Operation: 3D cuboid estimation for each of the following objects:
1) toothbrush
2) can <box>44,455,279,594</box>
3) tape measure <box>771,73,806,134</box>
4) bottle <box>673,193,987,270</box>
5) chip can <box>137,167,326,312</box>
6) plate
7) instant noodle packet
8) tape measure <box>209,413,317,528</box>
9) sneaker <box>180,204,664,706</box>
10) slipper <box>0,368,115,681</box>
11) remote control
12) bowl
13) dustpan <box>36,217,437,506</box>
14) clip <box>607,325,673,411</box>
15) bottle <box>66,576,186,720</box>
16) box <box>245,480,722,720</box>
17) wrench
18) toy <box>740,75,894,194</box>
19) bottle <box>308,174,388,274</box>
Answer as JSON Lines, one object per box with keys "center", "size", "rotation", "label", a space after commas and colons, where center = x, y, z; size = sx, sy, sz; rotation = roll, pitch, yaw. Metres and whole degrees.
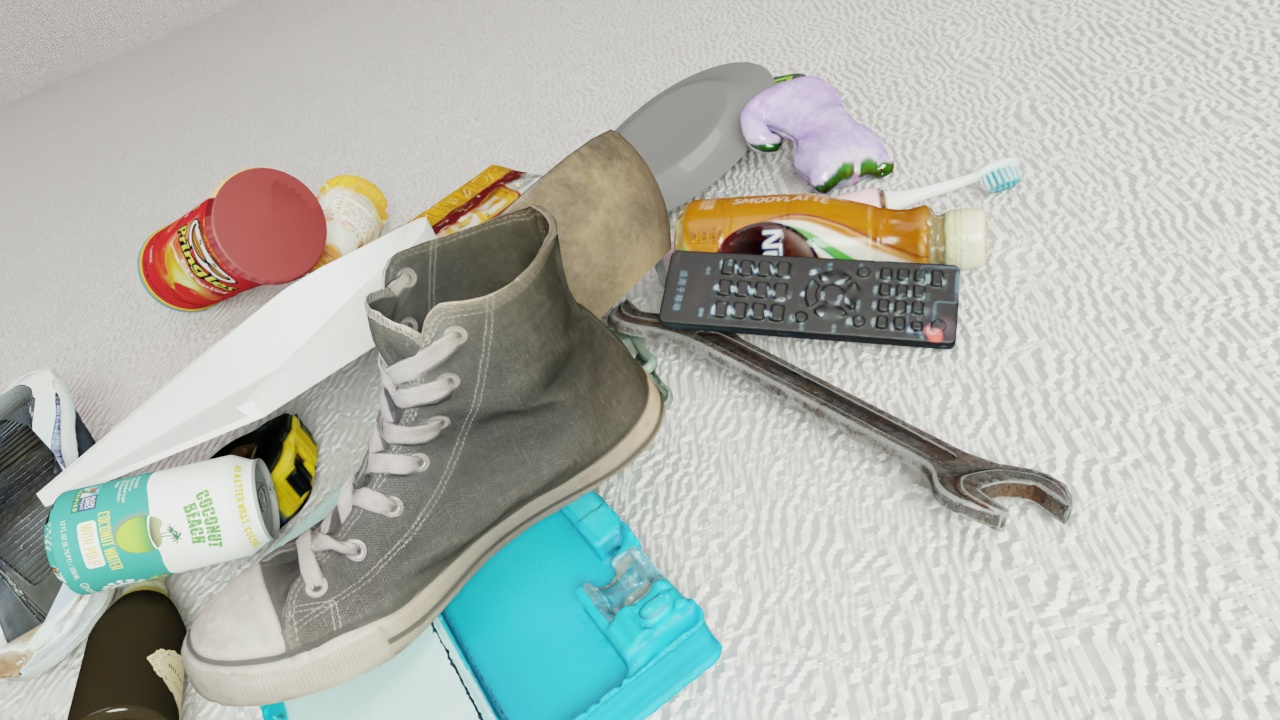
{"center": [0.115, -0.085, 0.558], "size": [0.223, 0.027, 0.026], "rotation": [-14, 69, 16], "label": "toothbrush"}
{"center": [-0.248, 0.085, 0.481], "size": [0.101, 0.055, 0.055], "rotation": [-12, 33, -11], "label": "can"}
{"center": [0.101, -0.194, 0.703], "size": [0.066, 0.036, 0.058], "rotation": [-9, 29, 27], "label": "tape measure"}
{"center": [0.104, -0.065, 0.513], "size": [0.167, 0.059, 0.059], "rotation": [0, 41, 18], "label": "bottle"}
{"center": [-0.340, -0.091, 0.749], "size": [0.214, 0.087, 0.086], "rotation": [-6, 36, 48], "label": "chip can"}
{"center": [0.021, -0.170, 0.700], "size": [0.179, 0.012, 0.178], "rotation": [-26, 38, 22], "label": "plate"}
{"center": [-0.134, -0.112, 0.734], "size": [0.135, 0.040, 0.098], "rotation": [-40, 38, -17], "label": "instant noodle packet"}
{"center": [-0.231, 0.073, 0.551], "size": [0.071, 0.042, 0.072], "rotation": [-26, 37, -7], "label": "tape measure"}
{"center": [-0.107, 0.039, 0.390], "size": [0.234, 0.120, 0.095], "rotation": [-34, 35, -9], "label": "sneaker"}
{"center": [-0.386, 0.101, 0.592], "size": [0.111, 0.063, 0.264], "rotation": [-44, 47, -10], "label": "slipper"}
{"center": [0.087, -0.030, 0.480], "size": [0.150, 0.022, 0.047], "rotation": [5, 65, 16], "label": "remote control"}
{"center": [-0.048, -0.050, 0.527], "size": [0.162, 0.070, 0.162], "rotation": [-43, 4, 4], "label": "bowl"}
{"center": [-0.223, -0.018, 0.576], "size": [0.192, 0.053, 0.257], "rotation": [-19, 15, 28], "label": "dustpan"}
{"center": [-0.004, 0.002, 0.518], "size": [0.023, 0.037, 0.075], "rotation": [-28, 30, -2], "label": "clip"}
{"center": [-0.261, 0.140, 0.479], "size": [0.045, 0.045, 0.184], "rotation": [-32, 28, -10], "label": "bottle"}
{"center": [-0.096, 0.111, 0.420], "size": [0.181, 0.039, 0.227], "rotation": [-35, 36, -13], "label": "box"}
{"center": [0.077, 0.013, 0.445], "size": [0.070, 0.010, 0.273], "rotation": [-11, 26, -33], "label": "wrench"}
{"center": [0.114, -0.149, 0.613], "size": [0.080, 0.036, 0.099], "rotation": [-20, 59, -10], "label": "toy"}
{"center": [-0.257, -0.113, 0.789], "size": [0.063, 0.063, 0.108], "rotation": [-15, 36, 13], "label": "bottle"}
